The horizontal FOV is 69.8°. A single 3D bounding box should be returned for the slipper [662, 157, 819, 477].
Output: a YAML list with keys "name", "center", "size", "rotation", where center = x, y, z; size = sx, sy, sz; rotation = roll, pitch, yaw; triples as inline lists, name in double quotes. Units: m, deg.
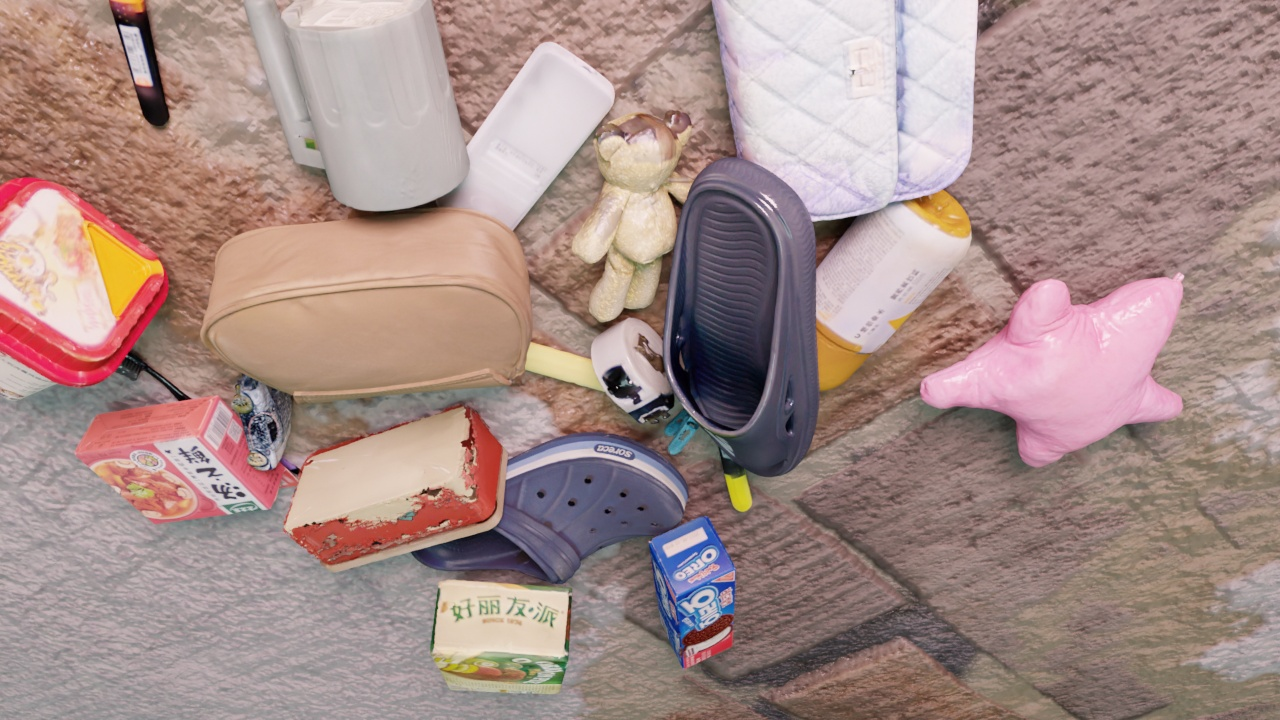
- name: "slipper"
  center: [0.052, -0.004, 0.600]
  size: [0.111, 0.083, 0.269]
  rotation: [31, 148, 29]

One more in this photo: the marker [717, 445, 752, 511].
- name: "marker"
  center: [0.076, 0.081, 0.770]
  size: [0.018, 0.015, 0.124]
  rotation: [-11, 128, 9]

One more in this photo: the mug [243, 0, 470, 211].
- name: "mug"
  center: [-0.164, -0.154, 0.523]
  size: [0.124, 0.083, 0.103]
  rotation: [15, 135, 21]

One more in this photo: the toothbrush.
- name: "toothbrush"
  center: [-0.347, 0.047, 0.739]
  size: [0.014, 0.016, 0.189]
  rotation: [-22, 131, 31]

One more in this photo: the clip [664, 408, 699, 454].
- name: "clip"
  center: [0.038, 0.048, 0.735]
  size: [0.013, 0.038, 0.056]
  rotation: [28, 117, -24]

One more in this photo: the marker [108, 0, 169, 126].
- name: "marker"
  center: [-0.290, -0.190, 0.525]
  size: [0.018, 0.015, 0.124]
  rotation: [7, 134, -5]

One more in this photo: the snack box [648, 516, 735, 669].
- name: "snack box"
  center: [0.047, 0.213, 0.820]
  size: [0.058, 0.057, 0.208]
  rotation: [-22, 146, -10]

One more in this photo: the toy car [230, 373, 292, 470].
- name: "toy car"
  center: [-0.289, 0.042, 0.711]
  size: [0.031, 0.048, 0.106]
  rotation: [7, 133, -4]

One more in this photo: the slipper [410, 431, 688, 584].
- name: "slipper"
  center: [-0.087, 0.136, 0.768]
  size: [0.253, 0.095, 0.105]
  rotation: [-14, 133, 16]

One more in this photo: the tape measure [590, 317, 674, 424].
- name: "tape measure"
  center: [-0.004, 0.004, 0.664]
  size: [0.034, 0.065, 0.066]
  rotation: [-30, 127, 27]

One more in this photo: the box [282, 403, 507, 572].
- name: "box"
  center: [-0.199, 0.100, 0.735]
  size: [0.168, 0.091, 0.079]
  rotation: [-18, 133, 16]

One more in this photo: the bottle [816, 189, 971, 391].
- name: "bottle"
  center: [0.142, -0.036, 0.625]
  size: [0.068, 0.067, 0.190]
  rotation: [19, 132, -17]

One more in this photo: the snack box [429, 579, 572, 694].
- name: "snack box"
  center: [-0.126, 0.263, 0.849]
  size: [0.114, 0.063, 0.241]
  rotation: [5, 153, -4]

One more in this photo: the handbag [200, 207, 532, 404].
- name: "handbag"
  center: [-0.172, -0.036, 0.610]
  size: [0.204, 0.099, 0.148]
  rotation: [-5, 148, 4]

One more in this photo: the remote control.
- name: "remote control"
  center: [-0.074, -0.132, 0.572]
  size: [0.056, 0.020, 0.136]
  rotation: [29, 126, -24]

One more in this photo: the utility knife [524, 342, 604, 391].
- name: "utility knife"
  center: [-0.068, 0.004, 0.698]
  size: [0.151, 0.018, 0.031]
  rotation: [20, 133, -14]

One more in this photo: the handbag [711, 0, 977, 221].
- name: "handbag"
  center: [0.110, -0.173, 0.497]
  size: [0.134, 0.075, 0.194]
  rotation: [-8, 131, 11]

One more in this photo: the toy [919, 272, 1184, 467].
- name: "toy"
  center: [0.320, 0.006, 0.662]
  size: [0.194, 0.074, 0.179]
  rotation: [27, 125, -26]

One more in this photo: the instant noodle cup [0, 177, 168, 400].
- name: "instant noodle cup"
  center: [-0.402, -0.038, 0.606]
  size: [0.124, 0.116, 0.116]
  rotation: [-21, 130, 34]

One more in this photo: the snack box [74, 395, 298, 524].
- name: "snack box"
  center: [-0.363, 0.090, 0.747]
  size: [0.113, 0.044, 0.127]
  rotation: [-9, 137, 12]

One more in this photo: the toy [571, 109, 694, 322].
- name: "toy"
  center: [-0.006, -0.089, 0.591]
  size: [0.105, 0.066, 0.158]
  rotation: [-21, 143, -26]
